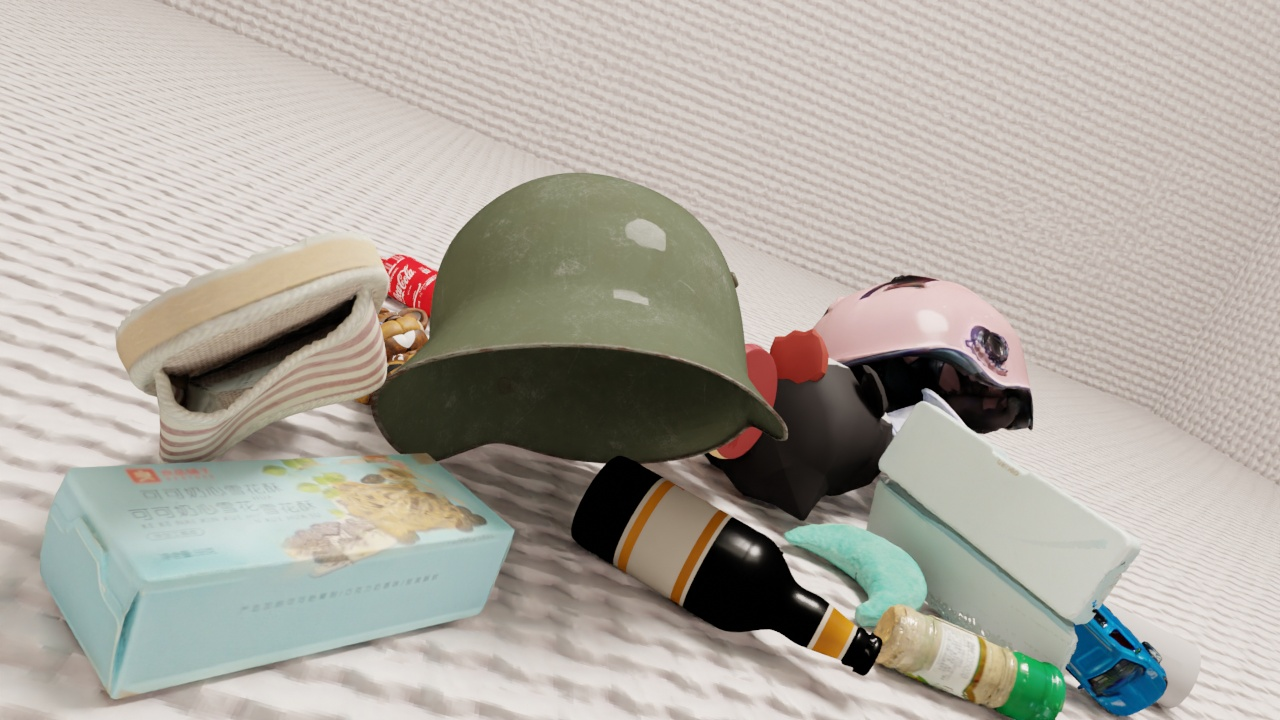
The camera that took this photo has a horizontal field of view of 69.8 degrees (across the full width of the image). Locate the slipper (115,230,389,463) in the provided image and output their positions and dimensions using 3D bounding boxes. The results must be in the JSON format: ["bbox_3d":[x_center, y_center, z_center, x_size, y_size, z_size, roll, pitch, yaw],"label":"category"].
[{"bbox_3d":[-0.166,0.007,0.415,0.052,0.114,0.263,62,-21,-1],"label":"slipper"}]

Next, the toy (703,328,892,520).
[{"bbox_3d":[0.151,0.071,0.773,0.184,0.159,0.140,19,51,-54],"label":"toy"}]

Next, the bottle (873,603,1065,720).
[{"bbox_3d":[0.200,0.187,0.562,0.111,0.043,0.043,23,15,-1],"label":"bottle"}]

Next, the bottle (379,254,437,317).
[{"bbox_3d":[-0.201,-0.066,0.838,0.141,0.042,0.041,29,15,19],"label":"bottle"}]

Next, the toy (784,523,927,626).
[{"bbox_3d":[0.159,0.150,0.655,0.085,0.033,0.105,1,25,-31],"label":"toy"}]

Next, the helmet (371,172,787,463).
[{"bbox_3d":[-0.028,-0.019,0.559,0.227,0.153,0.268,-5,-26,13],"label":"helmet"}]

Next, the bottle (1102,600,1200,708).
[{"bbox_3d":[0.314,0.192,0.699,0.195,0.052,0.052,26,15,10],"label":"bottle"}]

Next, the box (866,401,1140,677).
[{"bbox_3d":[0.234,0.126,0.644,0.044,0.136,0.197,10,19,-28],"label":"box"}]

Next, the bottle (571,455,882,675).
[{"bbox_3d":[0.050,0.122,0.524,0.182,0.059,0.059,28,15,16],"label":"bottle"}]

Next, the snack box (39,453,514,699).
[{"bbox_3d":[-0.143,0.080,0.387,0.075,0.053,0.174,32,16,35],"label":"snack box"}]

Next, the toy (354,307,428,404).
[{"bbox_3d":[-0.168,-0.005,0.632,0.087,0.067,0.112,-21,55,-37],"label":"toy"}]

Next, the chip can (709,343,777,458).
[{"bbox_3d":[-0.004,0.004,0.727,0.214,0.087,0.087,19,9,36],"label":"chip can"}]

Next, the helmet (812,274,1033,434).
[{"bbox_3d":[0.285,-0.004,0.966,0.255,0.152,0.231,18,-23,-27],"label":"helmet"}]

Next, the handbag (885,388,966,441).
[{"bbox_3d":[0.266,0.110,0.830,0.069,0.126,0.158,-19,18,5],"label":"handbag"}]

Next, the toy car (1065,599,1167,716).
[{"bbox_3d":[0.306,0.194,0.634,0.120,0.056,0.043,46,22,3],"label":"toy car"}]
